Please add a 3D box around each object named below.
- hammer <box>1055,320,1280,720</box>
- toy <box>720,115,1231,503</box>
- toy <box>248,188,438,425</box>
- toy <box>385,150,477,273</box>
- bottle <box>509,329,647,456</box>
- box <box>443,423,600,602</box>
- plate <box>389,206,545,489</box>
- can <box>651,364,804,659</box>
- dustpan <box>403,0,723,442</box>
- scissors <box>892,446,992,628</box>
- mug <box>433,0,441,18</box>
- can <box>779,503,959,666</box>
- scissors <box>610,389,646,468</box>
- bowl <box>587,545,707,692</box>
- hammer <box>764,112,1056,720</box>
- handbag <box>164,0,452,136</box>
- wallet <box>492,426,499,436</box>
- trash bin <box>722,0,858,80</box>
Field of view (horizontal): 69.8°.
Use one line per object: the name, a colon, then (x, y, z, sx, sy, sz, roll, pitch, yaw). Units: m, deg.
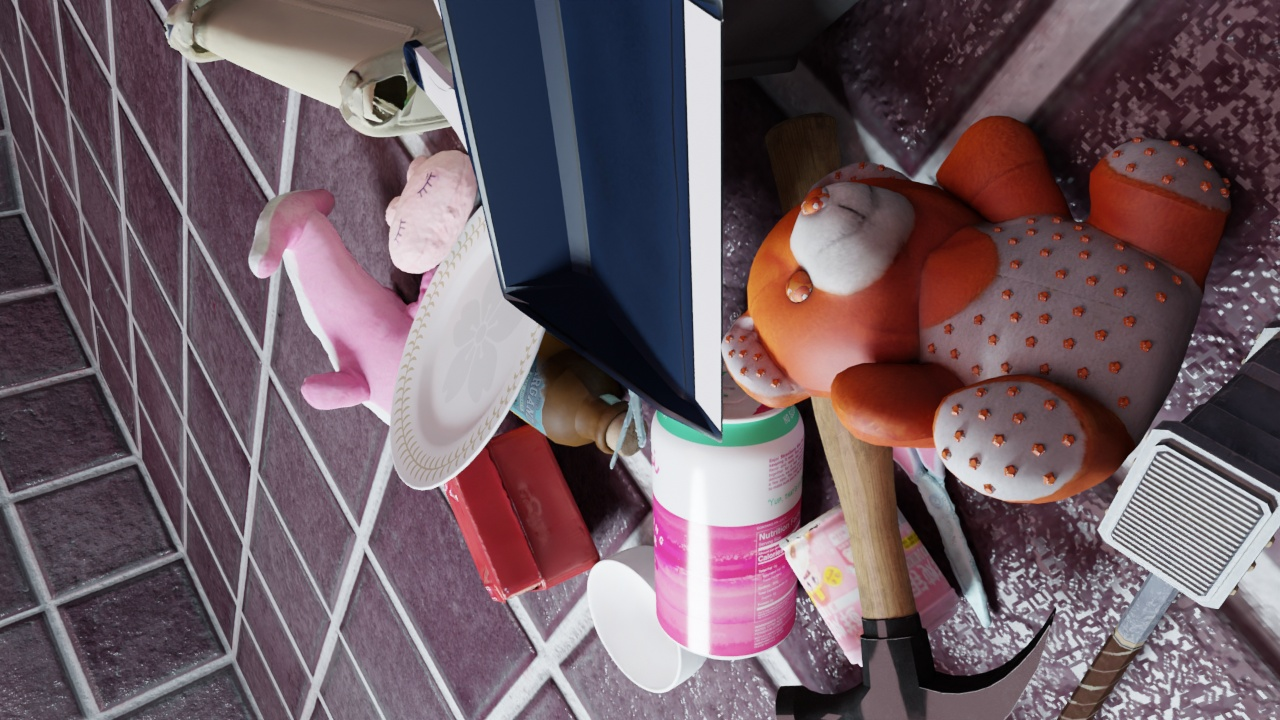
hammer: (0.204, 0.136, 0.402, 0.044, 0.098, 0.323, 38, 142, 35)
toy: (0.119, -0.028, 0.364, 0.173, 0.163, 0.093, 19, 158, 38)
toy: (-0.232, -0.041, 0.827, 0.128, 0.186, 0.266, -21, 116, 17)
toy: (-0.177, -0.127, 0.757, 0.105, 0.053, 0.108, 39, 105, 53)
bottle: (-0.055, 0.024, 0.672, 0.157, 0.067, 0.068, 29, 128, 41)
box: (-0.111, 0.127, 0.744, 0.129, 0.086, 0.159, 64, 160, 6)
plate: (-0.121, -0.021, 0.677, 0.243, 0.016, 0.242, -34, 44, 41)
can: (0.052, 0.093, 0.553, 0.088, 0.088, 0.166, 23, 124, 44)
dustpan: (-0.054, -0.112, 0.474, 0.237, 0.080, 0.273, 85, 161, -44)
scissors: (0.150, 0.059, 0.475, 0.077, 0.017, 0.174, -23, 87, 51)
mug: (-0.061, -0.244, 0.541, 0.090, 0.091, 0.121, 18, 101, 46)
can: (0.122, 0.115, 0.492, 0.076, 0.067, 0.067, 59, 142, 16)
scissors: (-0.004, 0.004, 0.599, 0.136, 0.015, 0.126, -67, 19, -7)
bowl: (0.013, 0.185, 0.675, 0.105, 0.054, 0.105, 27, 126, 44)
hammer: (0.109, 0.028, 0.445, 0.132, 0.040, 0.305, -12, 82, 27)
handbag: (-0.221, -0.217, 0.688, 0.229, 0.183, 0.132, 23, 128, 25)
wallet: (-0.144, 0.017, 0.772, 0.086, 0.032, 0.116, -35, 48, 46)
trash bin: (0.067, -0.254, 0.365, 0.220, 0.097, 0.191, -30, 83, 52)
